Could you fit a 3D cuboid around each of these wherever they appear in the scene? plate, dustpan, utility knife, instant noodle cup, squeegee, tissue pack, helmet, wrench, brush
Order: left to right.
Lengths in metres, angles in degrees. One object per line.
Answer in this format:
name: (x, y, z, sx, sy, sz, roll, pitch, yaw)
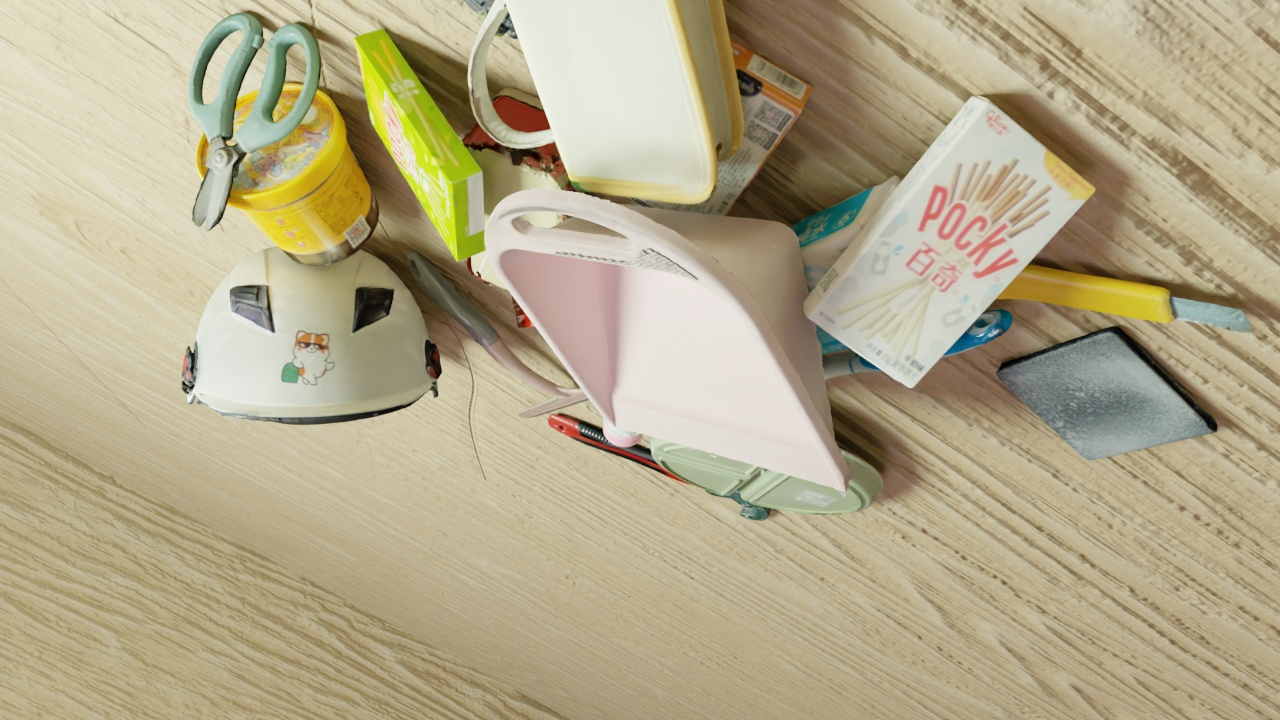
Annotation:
instant noodle cup: (-0.284, -0.148, 0.767, 0.118, 0.118, 0.114, 15, 155, 18)
helmet: (-0.309, -0.035, 0.875, 0.230, 0.157, 0.274, -1, -174, -16)
squeegee: (-0.142, -0.019, 0.927, 0.249, 0.040, 0.248, 41, 146, -23)
dustpan: (0.005, -0.004, 0.620, 0.223, 0.138, 0.274, 10, 123, 36)
wrench: (0.020, 0.118, 1.037, 0.273, 0.016, 0.056, 23, 149, 4)
plate: (0.116, 0.107, 0.884, 0.230, 0.027, 0.230, 14, 162, 5)
brush: (0.137, -0.001, 0.737, 0.109, 0.060, 0.315, 29, 149, -17)
tissue pack: (0.145, -0.061, 0.621, 0.090, 0.063, 0.140, 47, 145, -17)
utility knife: (0.284, -0.044, 0.592, 0.196, 0.015, 0.033, 14, 147, 24)

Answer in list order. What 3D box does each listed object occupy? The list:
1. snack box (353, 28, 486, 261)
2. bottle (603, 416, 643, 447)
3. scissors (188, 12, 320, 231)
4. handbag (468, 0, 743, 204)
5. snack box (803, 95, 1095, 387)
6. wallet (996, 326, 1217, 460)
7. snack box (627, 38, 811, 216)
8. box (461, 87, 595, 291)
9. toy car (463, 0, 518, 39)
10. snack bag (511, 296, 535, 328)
snack box: (-0.158, -0.155, 0.660, 0.156, 0.026, 0.086, 55, 157, 23)
bottle: (-0.005, 0.005, 0.806, 0.068, 0.068, 0.197, 21, 141, 8)
scissors: (-0.284, -0.175, 0.688, 0.132, 0.185, 0.019, -3, 174, 14)
handbag: (-0.034, -0.178, 0.542, 0.179, 0.063, 0.163, 9, 138, 30)
snack box: (0.178, -0.066, 0.542, 0.084, 0.026, 0.157, 33, 111, -13)
wallet: (0.335, 0.026, 0.665, 0.121, 0.019, 0.097, 38, 146, -17)
snack box: (0.044, -0.142, 0.611, 0.075, 0.026, 0.154, 30, 149, -4)
box: (-0.087, -0.112, 0.704, 0.091, 0.079, 0.169, 23, 150, 6)
toy car: (-0.098, -0.239, 0.562, 0.090, 0.034, 0.043, 37, 150, -16)
snack bag: (-0.068, -0.039, 0.849, 0.104, 0.026, 0.048, 13, 143, 17)
